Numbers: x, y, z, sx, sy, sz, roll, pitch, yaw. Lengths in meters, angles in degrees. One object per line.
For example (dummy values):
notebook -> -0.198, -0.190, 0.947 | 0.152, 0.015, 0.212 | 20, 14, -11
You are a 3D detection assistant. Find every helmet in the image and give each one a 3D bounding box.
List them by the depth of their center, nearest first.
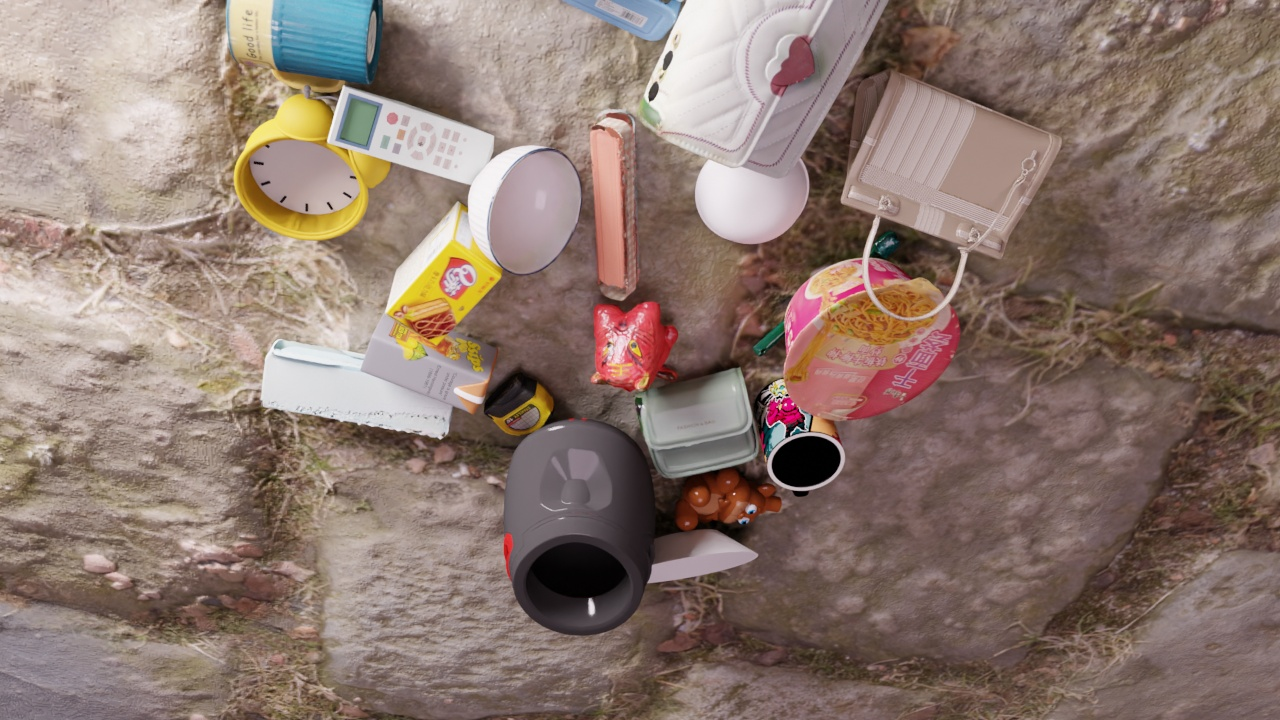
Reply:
helmet -> -0.066, 0.162, 1.005 | 0.164, 0.169, 0.265 | 0, 132, 0

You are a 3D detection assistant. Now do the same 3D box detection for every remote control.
remote control -> -0.199, -0.197, 0.808 | 0.143, 0.024, 0.050 | 11, 111, -35

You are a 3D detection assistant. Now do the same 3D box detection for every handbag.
handbag -> 0.099, -0.261, 0.744 | 0.141, 0.096, 0.199 | 11, 124, -27
handbag -> 0.258, -0.133, 0.825 | 0.175, 0.062, 0.198 | 16, 93, -13
handbag -> 0.063, 0.069, 1.008 | 0.122, 0.067, 0.106 | -13, 123, 7

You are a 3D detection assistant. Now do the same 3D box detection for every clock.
clock -> -0.295, -0.174, 0.827 | 0.113, 0.052, 0.152 | 32, 123, -34

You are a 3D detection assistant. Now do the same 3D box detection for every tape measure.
tape measure -> -0.129, 0.050, 1.004 | 0.064, 0.037, 0.066 | 37, 118, -24

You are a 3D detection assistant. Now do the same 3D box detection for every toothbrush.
toothbrush -> 0.190, -0.065, 0.949 | 0.016, 0.017, 0.190 | 34, 117, -28

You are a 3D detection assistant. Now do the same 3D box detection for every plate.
plate -> 0.053, 0.235, 1.114 | 0.174, 0.036, 0.174 | -9, 159, -4

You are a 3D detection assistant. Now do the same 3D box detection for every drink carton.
drink carton -> -0.215, 0.000, 0.946 | 0.125, 0.076, 0.049 | 22, 121, -12

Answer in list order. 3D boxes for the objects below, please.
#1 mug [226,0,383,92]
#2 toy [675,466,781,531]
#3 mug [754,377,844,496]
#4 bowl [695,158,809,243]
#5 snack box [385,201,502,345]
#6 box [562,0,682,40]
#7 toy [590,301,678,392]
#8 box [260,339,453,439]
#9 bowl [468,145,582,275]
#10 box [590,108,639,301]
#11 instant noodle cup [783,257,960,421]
mug -> -0.272, -0.267, 0.758 | 0.107, 0.083, 0.114 | 7, 153, -11
toy -> 0.106, 0.169, 1.084 | 0.127, 0.065, 0.095 | 12, 133, -17
mug -> 0.173, 0.093, 1.010 | 0.082, 0.098, 0.118 | -5, 125, 1
bowl -> 0.108, -0.151, 0.870 | 0.110, 0.040, 0.110 | -1, 125, -2
snack box -> -0.186, -0.083, 0.880 | 0.061, 0.083, 0.106 | 36, 116, -26
box -> -0.060, -0.337, 0.740 | 0.209, 0.077, 0.074 | 20, 165, -17
toy -> -0.006, 0.006, 0.943 | 0.088, 0.094, 0.133 | -7, 155, 21
box -> -0.297, 0.027, 0.982 | 0.199, 0.066, 0.083 | 12, 99, -11
bowl -> -0.115, -0.143, 0.841 | 0.062, 0.117, 0.118 | 26, 133, 32
box -> -0.024, -0.148, 0.878 | 0.058, 0.062, 0.189 | 15, 130, 18
instant noodle cup -> 0.221, -0.028, 0.927 | 0.178, 0.077, 0.179 | -6, 133, -7
